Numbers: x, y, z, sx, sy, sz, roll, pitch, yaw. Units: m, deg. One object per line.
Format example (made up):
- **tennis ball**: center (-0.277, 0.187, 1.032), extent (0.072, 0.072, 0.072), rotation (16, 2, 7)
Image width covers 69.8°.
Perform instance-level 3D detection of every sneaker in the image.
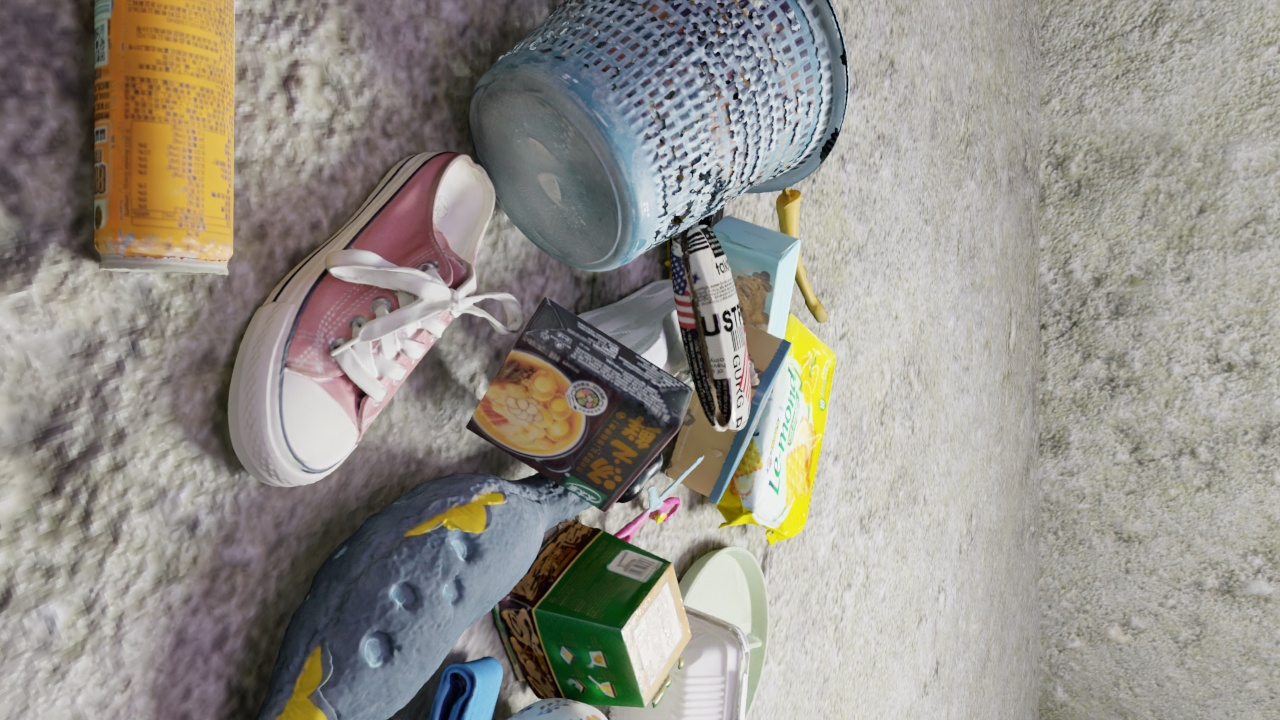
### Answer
- **sneaker**: center (-0.140, -0.033, 0.529), extent (0.118, 0.088, 0.240), rotation (58, 46, -42)
- **sneaker**: center (-0.004, 0.004, 0.745), extent (0.241, 0.090, 0.091), rotation (-38, 132, -61)

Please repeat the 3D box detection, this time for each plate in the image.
- **plate**: center (0.074, 0.306, 0.953), extent (0.229, 0.028, 0.230), rotation (-10, 102, -57)

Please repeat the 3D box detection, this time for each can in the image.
- **can**: center (-0.220, -0.114, 0.425), extent (0.058, 0.058, 0.146), rotation (-3, 96, -57)

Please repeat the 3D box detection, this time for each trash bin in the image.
- **trash bin**: center (-0.003, -0.174, 0.638), extent (0.194, 0.227, 0.227), rotation (-42, 129, -31)

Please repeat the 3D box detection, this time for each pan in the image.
- **pan**: center (0.114, -0.181, 0.831), extent (0.357, 0.078, 0.197), rotation (52, 11, -28)

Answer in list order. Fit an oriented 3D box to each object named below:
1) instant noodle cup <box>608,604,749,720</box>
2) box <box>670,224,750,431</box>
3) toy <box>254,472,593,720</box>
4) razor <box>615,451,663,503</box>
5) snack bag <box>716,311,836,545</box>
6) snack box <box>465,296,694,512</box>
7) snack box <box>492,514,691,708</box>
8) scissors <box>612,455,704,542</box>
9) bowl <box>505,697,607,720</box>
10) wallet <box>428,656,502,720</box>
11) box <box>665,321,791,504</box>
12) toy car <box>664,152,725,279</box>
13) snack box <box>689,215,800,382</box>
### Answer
- **instant noodle cup**: center (0.024, 0.305, 0.794), extent (0.060, 0.138, 0.173), rotation (5, 88, -36)
- **box**: center (0.061, -0.024, 0.710), extent (0.072, 0.060, 0.164), rotation (-95, 171, -78)
- **toy**: center (-0.129, 0.143, 0.566), extent (0.355, 0.091, 0.138), rotation (-42, 139, -44)
- **razor**: center (-0.044, 0.059, 0.721), extent (0.167, 0.062, 0.067), rotation (45, 28, -43)
- **snack bag**: center (0.143, 0.071, 0.995), extent (0.158, 0.068, 0.246), rotation (30, 69, -55)
- **snack box**: center (-0.045, 0.036, 0.606), extent (0.113, 0.126, 0.053), rotation (32, 39, -5)
- **snack box**: center (-0.028, 0.198, 0.711), extent (0.118, 0.106, 0.118), rotation (-46, 129, -47)
- **scissors**: center (0.010, 0.132, 0.808), extent (0.133, 0.017, 0.133), rotation (-42, 161, -12)
- **bowl**: center (-0.077, 0.291, 0.652), extent (0.062, 0.114, 0.113), rotation (39, 59, -30)
- **wallet**: center (-0.117, 0.245, 0.587), extent (0.133, 0.040, 0.106), rotation (93, 12, -74)
- **box**: center (0.077, 0.052, 0.839), extent (0.089, 0.062, 0.185), rotation (-55, 165, -39)
- **toy car**: center (0.051, -0.117, 0.854), extent (0.071, 0.041, 0.156), rotation (-32, 130, -52)
- **snack box**: center (0.095, -0.043, 0.855), extent (0.051, 0.074, 0.175), rotation (-46, 150, -43)
